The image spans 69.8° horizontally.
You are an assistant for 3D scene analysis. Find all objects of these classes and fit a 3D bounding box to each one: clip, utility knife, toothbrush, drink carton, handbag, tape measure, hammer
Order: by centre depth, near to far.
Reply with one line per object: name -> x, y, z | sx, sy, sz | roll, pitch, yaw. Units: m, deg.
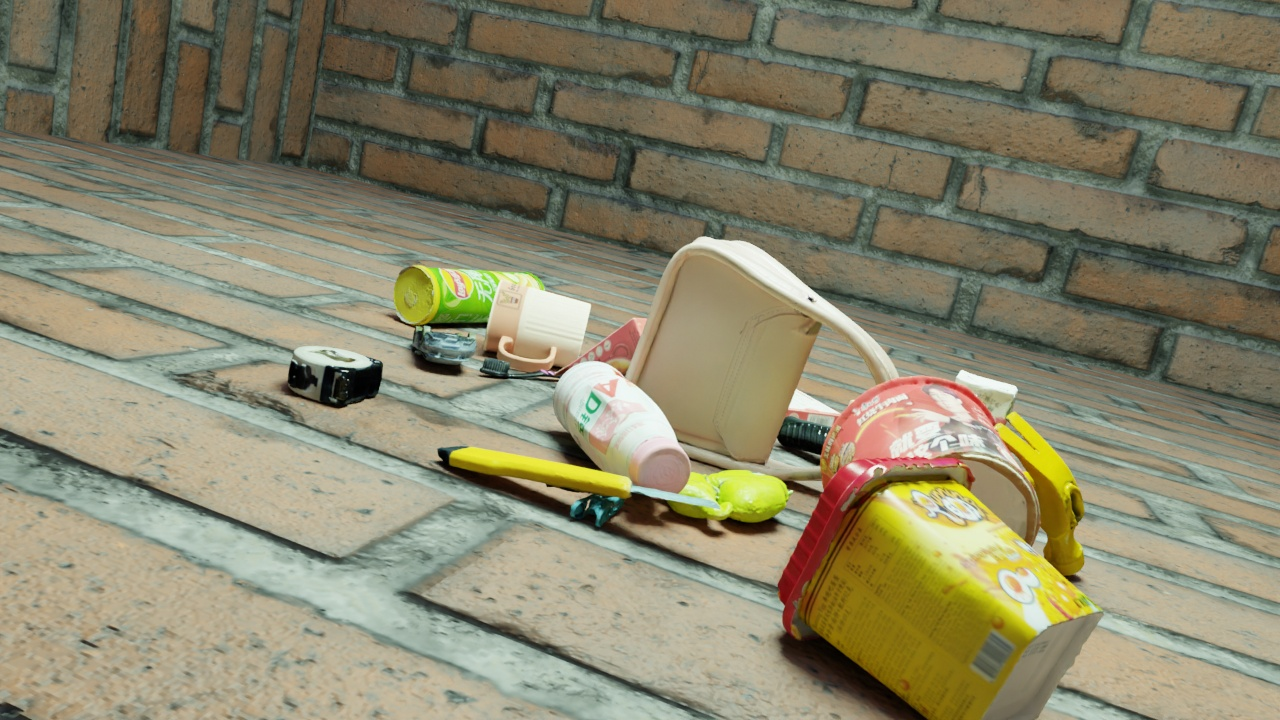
utility knife -> -0.046, 0.081, 0.621 | 0.216, 0.015, 0.033 | 8, 8, 24
clip -> -0.027, 0.099, 0.626 | 0.047, 0.014, 0.057 | 15, 10, 21
tape measure -> -0.255, 0.011, 0.756 | 0.066, 0.033, 0.065 | 15, 10, 9
handbag -> 0.111, 0.015, 0.793 | 0.234, 0.194, 0.093 | 27, 23, 23
hammer -> 0.237, 0.090, 0.806 | 0.032, 0.129, 0.301 | -32, 25, -30
drink carton -> 0.294, 0.076, 0.829 | 0.053, 0.122, 0.045 | 20, 15, 23
toothbrush -> -0.086, 0.014, 0.980 | 0.189, 0.018, 0.014 | 6, 12, -37

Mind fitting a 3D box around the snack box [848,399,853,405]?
snack box -> 0.332, 0.082, 1.091 | 0.084, 0.026, 0.157 | 2, 16, -44

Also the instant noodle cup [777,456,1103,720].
instant noodle cup -> 0.157, 0.125, 0.484 | 0.116, 0.116, 0.124 | 4, 26, -41

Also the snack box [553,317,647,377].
snack box -> -0.006, 0.006, 0.943 | 0.127, 0.044, 0.113 | -34, -21, 36

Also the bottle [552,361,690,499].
bottle -> -0.015, 0.055, 0.713 | 0.068, 0.068, 0.197 | 9, 11, -21

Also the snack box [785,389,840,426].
snack box -> 0.158, 0.047, 1.069 | 0.077, 0.027, 0.156 | 8, 12, -23

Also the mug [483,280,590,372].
mug -> -0.117, -0.029, 1.027 | 0.106, 0.082, 0.114 | 13, 38, -5

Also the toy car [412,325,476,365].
toy car -> -0.204, -0.016, 0.947 | 0.054, 0.037, 0.121 | 8, 2, -21

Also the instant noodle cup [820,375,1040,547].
instant noodle cup -> 0.206, 0.091, 0.647 | 0.138, 0.138, 0.108 | 12, 17, -5

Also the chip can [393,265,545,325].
chip can -> -0.210, -0.081, 1.171 | 0.073, 0.072, 0.220 | 19, 12, 30

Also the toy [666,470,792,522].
toy -> 0.065, 0.100, 0.680 | 0.100, 0.031, 0.096 | 7, 11, -5
